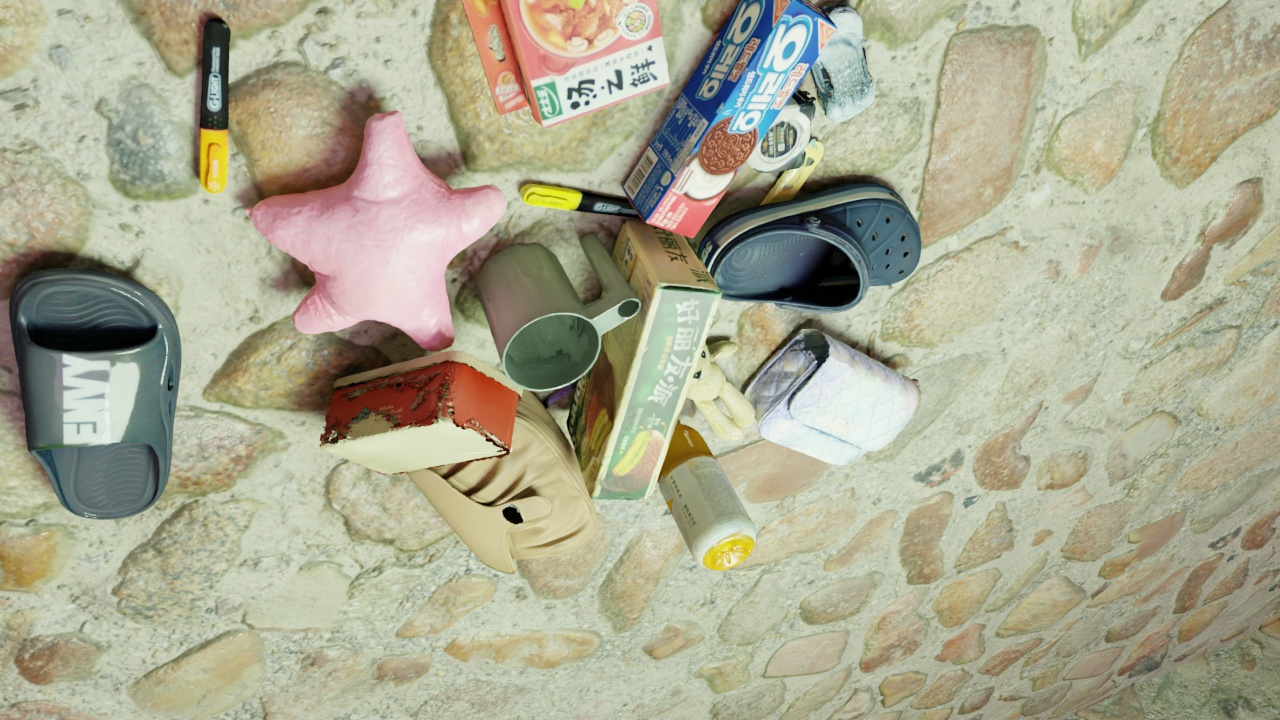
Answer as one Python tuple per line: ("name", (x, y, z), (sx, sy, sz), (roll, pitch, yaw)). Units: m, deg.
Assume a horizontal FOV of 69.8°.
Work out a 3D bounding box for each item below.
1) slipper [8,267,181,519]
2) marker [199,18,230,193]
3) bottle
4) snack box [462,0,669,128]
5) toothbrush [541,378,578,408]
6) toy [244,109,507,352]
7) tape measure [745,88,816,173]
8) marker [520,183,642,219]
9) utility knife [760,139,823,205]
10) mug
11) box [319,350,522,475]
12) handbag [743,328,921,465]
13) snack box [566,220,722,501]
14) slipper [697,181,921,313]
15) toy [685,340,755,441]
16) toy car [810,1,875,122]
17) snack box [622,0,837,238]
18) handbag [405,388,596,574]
("slipper", (-0.414, 0.049, 0.712), (0.110, 0.083, 0.269), (-3, 134, -27))
("marker", (-0.285, -0.167, 0.615), (0.018, 0.015, 0.124), (-3, 131, -30))
("bottle", (0.054, 0.125, 0.942), (0.068, 0.189, 0.068), (-14, 135, -15))
("snack box", (-0.051, -0.232, 0.649), (0.127, 0.044, 0.113), (-22, 137, -6))
("toothbrush", (-0.026, -0.005, 0.907), (0.189, 0.014, 0.016), (-36, 150, 10))
("toy", (-0.201, -0.096, 0.688), (0.178, 0.074, 0.195), (12, 122, -23))
("tape measure", (0.111, -0.194, 0.777), (0.066, 0.033, 0.066), (-11, 133, -21))
("marker", (-0.042, -0.132, 0.773), (0.124, 0.015, 0.018), (3, 133, -31))
("utility knife", (0.119, -0.141, 0.850), (0.031, 0.018, 0.152), (10, 122, -41))
("mug", (-0.071, -0.048, 0.775), (0.124, 0.103, 0.084), (-30, 137, 1))
("box", (-0.190, 0.055, 0.776), (0.169, 0.079, 0.091), (-13, 149, 35))
("handbag", (0.218, 0.047, 1.035), (0.193, 0.075, 0.134), (20, 119, -40))
("snack box", (-0.005, 0.005, 0.835), (0.063, 0.114, 0.241), (3, 125, -21))
("slipper", (0.172, -0.097, 0.850), (0.252, 0.095, 0.105), (-8, 137, -27))
("toy", (0.068, 0.028, 0.946), (0.105, 0.066, 0.157), (-38, 130, 3))
("toy car", (0.166, -0.244, 0.758), (0.049, 0.031, 0.105), (-31, 137, 2))
("snack box", (0.066, -0.199, 0.732), (0.058, 0.057, 0.208), (12, 124, -39))
("handbag", (-0.132, 0.124, 0.901), (0.148, 0.099, 0.204), (-25, 126, 7))
